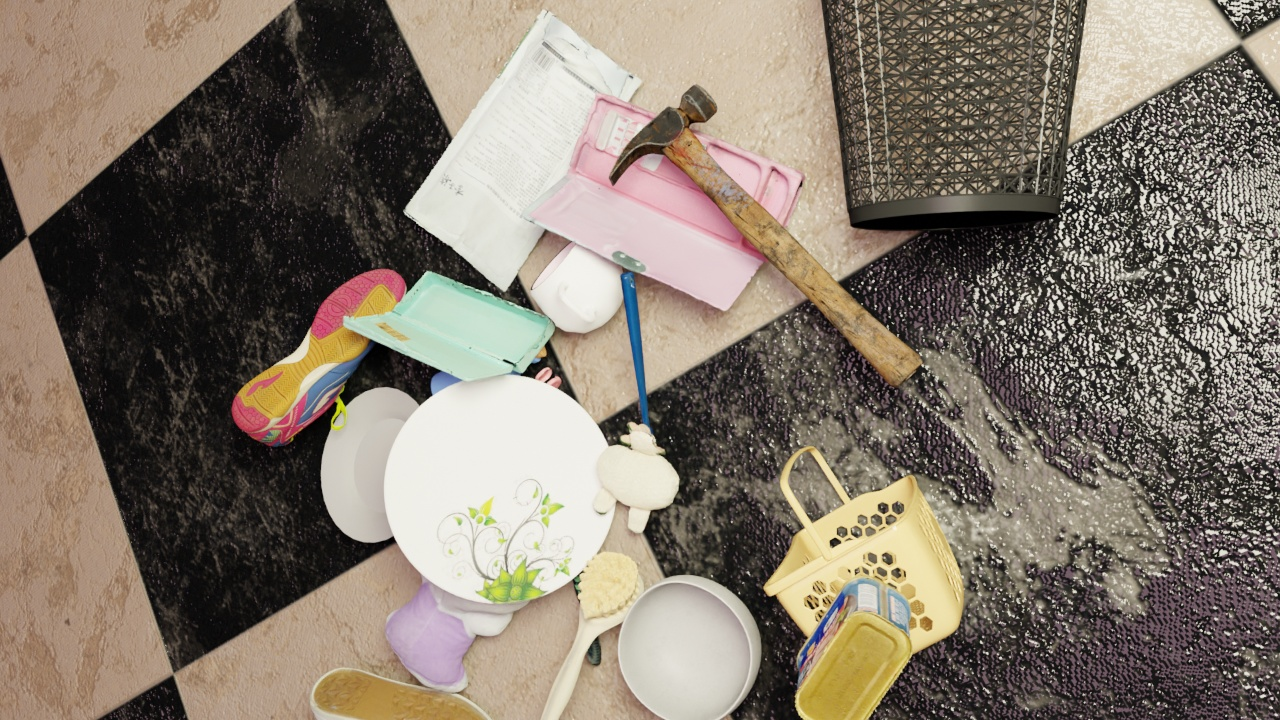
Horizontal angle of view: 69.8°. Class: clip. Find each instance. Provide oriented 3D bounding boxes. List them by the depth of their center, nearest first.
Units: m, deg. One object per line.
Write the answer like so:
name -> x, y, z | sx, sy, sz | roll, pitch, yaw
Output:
clip -> -0.103, 0.039, 0.972 | 0.060, 0.023, 0.041 | -45, 74, 20

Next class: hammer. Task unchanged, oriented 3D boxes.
hammer -> 0.114, -0.098, 0.815 | 0.120, 0.033, 0.330 | -42, 75, 1

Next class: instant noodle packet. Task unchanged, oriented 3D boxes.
instant noodle packet -> -0.126, -0.224, 0.983 | 0.147, 0.057, 0.270 | 39, 106, 6

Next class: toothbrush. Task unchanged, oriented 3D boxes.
toothbrush -> -0.005, 0.005, 0.888 | 0.017, 0.016, 0.190 | 10, 120, 30
toothbrush -> -0.066, 0.220, 0.947 | 0.014, 0.017, 0.188 | -16, 79, 12

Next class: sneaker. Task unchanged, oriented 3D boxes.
sneaker -> -0.247, 0.405, 0.990 | 0.236, 0.087, 0.079 | 13, 126, 20
sneaker -> -0.354, -0.003, 1.051 | 0.241, 0.091, 0.116 | -46, 60, -9

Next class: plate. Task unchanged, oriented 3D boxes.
plate -> -0.139, 0.128, 0.924 | 0.229, 0.030, 0.229 | 4, 71, -13
plate -> -0.293, 0.117, 1.036 | 0.173, 0.019, 0.172 | -7, 77, 29

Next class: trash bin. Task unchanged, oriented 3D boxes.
trash bin -> 0.253, -0.236, 0.746 | 0.217, 0.216, 0.243 | 0, 93, 23

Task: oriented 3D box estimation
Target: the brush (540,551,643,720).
brush -> -0.071, 0.312, 0.894 | 0.062, 0.077, 0.272 | 24, 89, 34

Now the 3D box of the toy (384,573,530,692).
toy -> -0.193, 0.243, 0.965 | 0.137, 0.085, 0.210 | 41, 107, 21

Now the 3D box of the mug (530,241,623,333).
mug -> -0.058, -0.066, 0.907 | 0.076, 0.123, 0.090 | 42, 105, -15

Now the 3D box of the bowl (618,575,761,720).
bowl -> 0.051, 0.269, 0.867 | 0.132, 0.064, 0.131 | -2, 86, 23

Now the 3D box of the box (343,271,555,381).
box -> -0.199, -0.030, 0.957 | 0.187, 0.137, 0.056 | 22, 136, 31

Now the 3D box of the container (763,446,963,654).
container -> 0.177, 0.146, 0.759 | 0.129, 0.183, 0.167 | -35, 82, 17

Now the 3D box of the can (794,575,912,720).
can -> 0.151, 0.209, 0.651 | 0.054, 0.059, 0.100 | 30, 105, 7

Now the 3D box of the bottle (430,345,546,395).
bottle -> -0.159, 0.012, 0.981 | 0.131, 0.048, 0.048 | -24, 78, 20

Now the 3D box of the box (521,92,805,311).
box -> 0.024, -0.152, 0.896 | 0.233, 0.075, 0.172 | 28, 80, 17

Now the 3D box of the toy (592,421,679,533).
toy -> -0.004, 0.113, 0.908 | 0.087, 0.050, 0.112 | 20, 100, 21
